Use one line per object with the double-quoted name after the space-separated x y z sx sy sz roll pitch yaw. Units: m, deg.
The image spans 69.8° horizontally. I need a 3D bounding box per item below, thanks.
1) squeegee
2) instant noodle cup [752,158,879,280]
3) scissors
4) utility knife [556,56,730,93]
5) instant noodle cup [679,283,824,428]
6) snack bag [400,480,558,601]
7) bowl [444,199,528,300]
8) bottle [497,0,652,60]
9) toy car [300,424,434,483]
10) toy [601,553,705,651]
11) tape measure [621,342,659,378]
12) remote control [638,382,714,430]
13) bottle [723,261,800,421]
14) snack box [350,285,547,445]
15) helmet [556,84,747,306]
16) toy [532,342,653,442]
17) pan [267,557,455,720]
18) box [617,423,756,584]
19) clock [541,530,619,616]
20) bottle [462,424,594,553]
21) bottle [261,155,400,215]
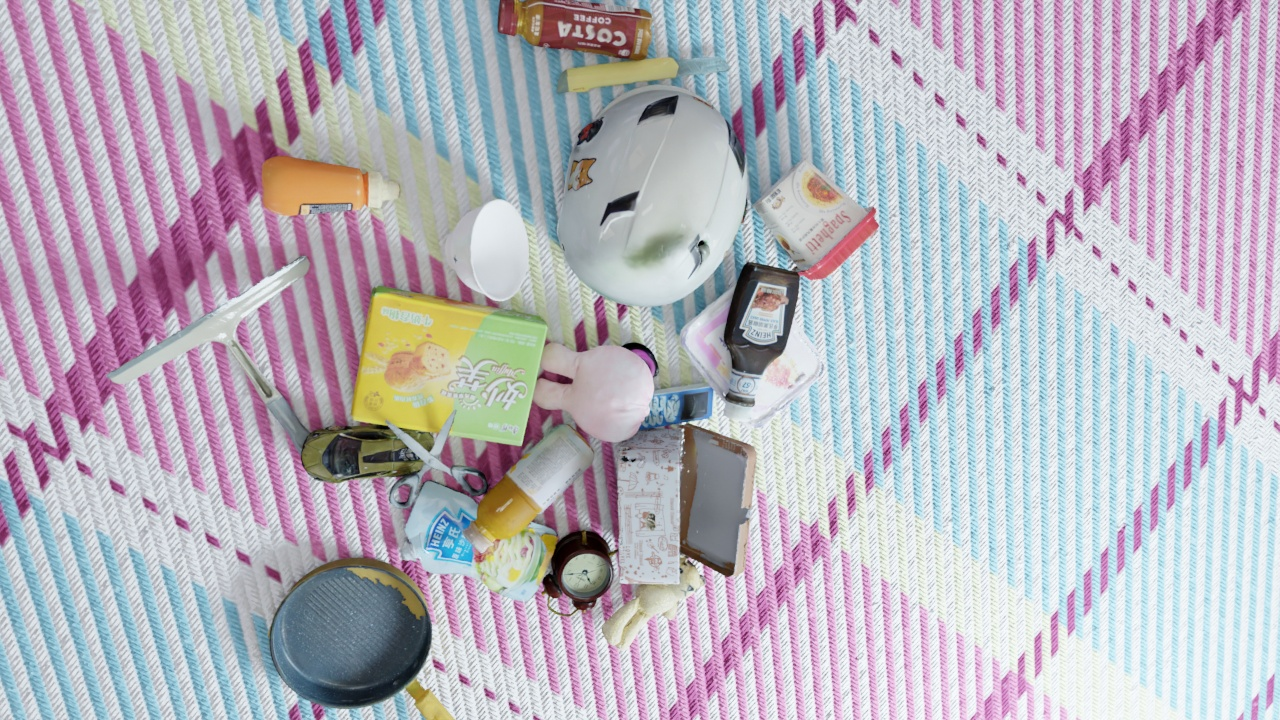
-0.438 0.042 1.090 0.246 0.039 0.247 -38 116 -21 "squeegee"
0.214 -0.179 1.153 0.116 0.116 0.124 -43 95 -1 "instant noodle cup"
-0.247 0.123 1.109 0.159 0.014 0.180 17 125 -28 "scissors"
0.004 -0.348 1.109 0.216 0.022 0.031 -8 105 -4 "utility knife"
0.139 -0.014 1.194 0.138 0.060 0.173 -40 106 -1 "instant noodle cup"
-0.210 0.237 1.186 0.191 0.039 0.110 23 99 -14 "snack bag"
-0.190 -0.130 1.085 0.065 0.118 0.118 3 105 27 "bowl"
-0.076 -0.388 1.062 0.174 0.057 0.057 4 101 -13 "bottle"
-0.330 0.113 1.117 0.158 0.042 0.070 -4 104 -24 "toy car"
0.016 0.329 1.240 0.157 0.066 0.105 -40 113 -8 "toy"
-0.007 0.007 1.176 0.057 0.039 0.058 -38 107 -2 "tape measure"
0.040 0.059 1.196 0.124 0.024 0.049 -7 114 -22 "remote control"
0.141 -0.021 1.140 0.080 0.044 0.195 10 101 -14 "bottle"
-0.230 0.006 1.110 0.210 0.070 0.158 11 100 -14 "snack box"
0.026 -0.190 1.078 0.230 0.157 0.274 24 96 -17 "helmet"
-0.060 0.034 1.144 0.159 0.054 0.121 19 103 17 "toy"
-0.311 0.406 1.179 0.197 0.078 0.357 -43 108 0 "pan"
0.063 0.184 1.175 0.174 0.151 0.182 1 103 5 "box"
-0.081 0.284 1.214 0.082 0.055 0.122 29 97 -17 "clock"
-0.143 0.163 1.154 0.189 0.068 0.068 -44 108 -10 "bottle"
-0.350 -0.197 1.046 0.149 0.067 0.067 -1 103 -20 "bottle"
